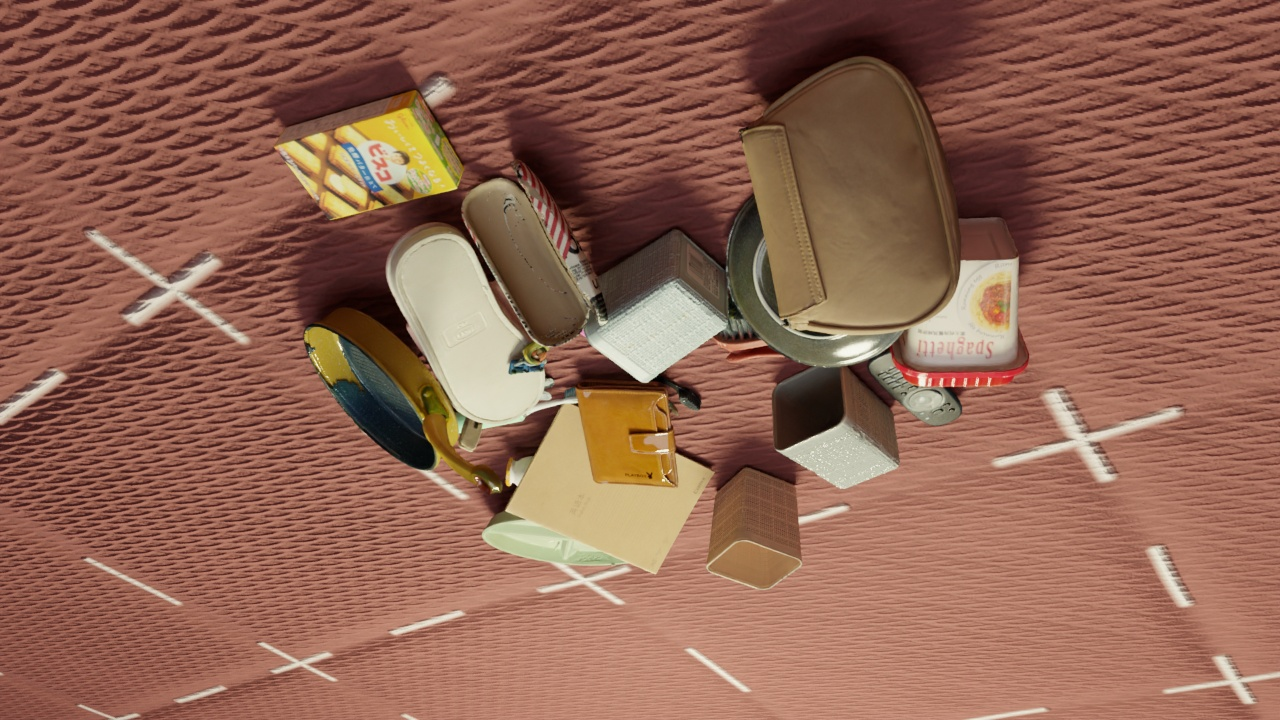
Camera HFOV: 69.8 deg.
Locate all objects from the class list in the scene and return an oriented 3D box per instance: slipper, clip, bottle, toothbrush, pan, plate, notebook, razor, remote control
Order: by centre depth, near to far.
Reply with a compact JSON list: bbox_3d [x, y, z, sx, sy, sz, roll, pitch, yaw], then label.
[{"bbox_3d":[0.153,-0.075,0.799,0.180,0.024,0.180,12,116,26],"label":"plate"},{"bbox_3d":[-0.228,0.055,0.909,0.358,0.078,0.198,13,138,43],"label":"pan"},{"bbox_3d":[-0.092,-0.042,0.913,0.042,0.022,0.143,-6,128,-42],"label":"razor"},{"bbox_3d":[-0.173,-0.033,0.918,0.114,0.054,0.275,-34,140,-9],"label":"slipper"},{"bbox_3d":[0.286,0.024,0.957,0.053,0.024,0.136,-30,127,33],"label":"remote control"},{"bbox_3d":[-0.006,0.006,0.989,0.189,0.017,0.014,32,125,-23],"label":"toothbrush"},{"bbox_3d":[-0.185,0.055,1.027,0.035,0.099,0.098,28,164,-24],"label":"clip"},{"bbox_3d":[-0.125,0.033,1.034,0.057,0.028,0.024,-11,139,19],"label":"clip"},{"bbox_3d":[-0.167,0.063,1.069,0.225,0.027,0.026,-12,158,22],"label":"toothbrush"},{"bbox_3d":[-0.034,0.155,1.094,0.211,0.012,0.149,27,95,-19],"label":"notebook"},{"bbox_3d":[-0.109,0.141,1.122,0.108,0.063,0.063,6,139,2],"label":"bottle"},{"bbox_3d":[-0.092,0.231,1.207,0.230,0.027,0.230,3,154,1],"label":"plate"}]

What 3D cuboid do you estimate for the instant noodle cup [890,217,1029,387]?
[{"bbox_3d":[0.283,-0.054,0.814,0.116,0.116,0.124,0,125,9],"label":"instant noodle cup"}]

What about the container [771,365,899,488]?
[{"bbox_3d":[0.211,0.072,0.977,0.090,0.090,0.114,-30,130,35],"label":"container"}]

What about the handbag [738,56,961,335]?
[{"bbox_3d":[0.165,-0.120,0.711,0.148,0.099,0.204,-12,92,23],"label":"handbag"}]

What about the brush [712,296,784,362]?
[{"bbox_3d":[0.140,-0.034,0.886,0.146,0.063,0.069,-12,122,23],"label":"brush"}]

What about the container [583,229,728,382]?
[{"bbox_3d":[0.019,-0.053,0.867,0.112,0.090,0.090,-31,126,32],"label":"container"}]

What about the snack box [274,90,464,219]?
[{"bbox_3d":[-0.237,-0.178,0.808,0.141,0.033,0.087,-11,136,17],"label":"snack box"}]

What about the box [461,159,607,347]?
[{"bbox_3d":[-0.094,-0.090,0.813,0.085,0.075,0.162,-30,99,5],"label":"box"}]

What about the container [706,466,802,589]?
[{"bbox_3d":[0.138,0.201,1.113,0.090,0.110,0.090,22,137,-16],"label":"container"}]

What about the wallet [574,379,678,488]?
[{"bbox_3d":[-0.007,0.082,1.023,0.119,0.035,0.131,3,121,20],"label":"wallet"}]
